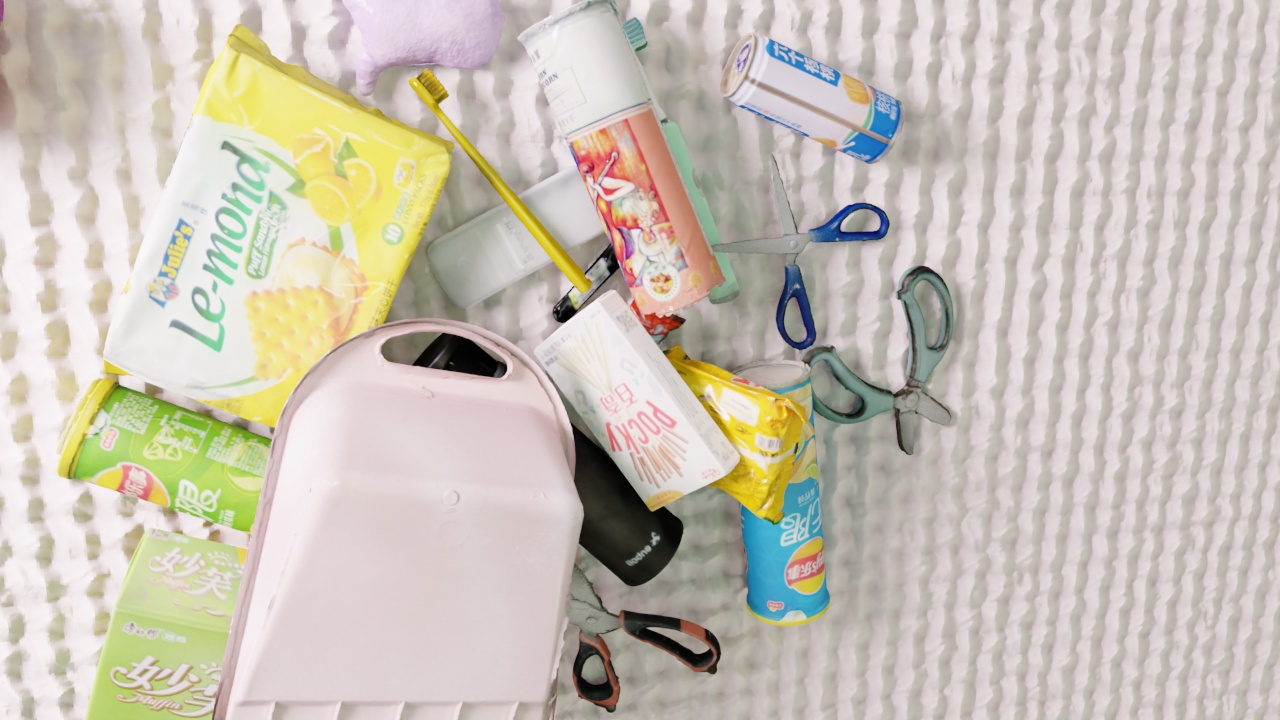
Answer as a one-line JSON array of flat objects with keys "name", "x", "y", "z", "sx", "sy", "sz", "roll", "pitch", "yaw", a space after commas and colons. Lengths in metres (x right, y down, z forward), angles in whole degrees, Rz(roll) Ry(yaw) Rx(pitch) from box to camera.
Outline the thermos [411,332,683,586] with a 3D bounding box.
[{"name": "thermos", "x": -0.080, "y": 0.083, "z": 0.705, "sx": 0.090, "sy": 0.068, "sz": 0.242, "roll": -44, "pitch": 109, "yaw": 9}]

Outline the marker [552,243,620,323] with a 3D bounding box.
[{"name": "marker", "x": -0.024, "y": -0.077, "z": 0.706, "sx": 0.018, "sy": 0.015, "sz": 0.124, "roll": 42, "pitch": 93, "yaw": -16}]

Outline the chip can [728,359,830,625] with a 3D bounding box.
[{"name": "chip can", "x": 0.114, "y": 0.109, "z": 0.758, "sx": 0.071, "sy": 0.071, "sz": 0.210, "roll": -11, "pitch": 106, "yaw": -12}]

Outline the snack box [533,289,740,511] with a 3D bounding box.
[{"name": "snack box", "x": -0.005, "y": 0.032, "z": 0.683, "sx": 0.085, "sy": 0.026, "sz": 0.157, "roll": -34, "pitch": 93, "yaw": 41}]

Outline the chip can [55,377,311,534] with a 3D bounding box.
[{"name": "chip can", "x": -0.279, "y": 0.084, "z": 0.645, "sx": 0.221, "sy": 0.072, "sz": 0.072, "roll": 24, "pitch": 96, "yaw": -19}]

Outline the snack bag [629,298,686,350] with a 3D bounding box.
[{"name": "snack bag", "x": -0.004, "y": 0.004, "z": 0.724, "sx": 0.048, "sy": 0.026, "sz": 0.104, "roll": 23, "pitch": 97, "yaw": -11}]

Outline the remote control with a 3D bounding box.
[{"name": "remote control", "x": -0.090, "y": -0.091, "z": 0.679, "sx": 0.136, "sy": 0.020, "sz": 0.056, "roll": -30, "pitch": 109, "yaw": -6}]

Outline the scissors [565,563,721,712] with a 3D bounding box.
[{"name": "scissors", "x": -0.026, "y": 0.220, "z": 0.744, "sx": 0.189, "sy": 0.015, "sz": 0.227, "roll": -2, "pitch": 126, "yaw": -5}]

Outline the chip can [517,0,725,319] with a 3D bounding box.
[{"name": "chip can", "x": -0.009, "y": -0.140, "z": 0.651, "sx": 0.071, "sy": 0.071, "sz": 0.215, "roll": -26, "pitch": 103, "yaw": -8}]

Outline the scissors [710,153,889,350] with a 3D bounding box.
[{"name": "scissors", "x": 0.127, "y": -0.084, "z": 0.731, "sx": 0.172, "sy": 0.012, "sz": 0.162, "roll": -8, "pitch": 114, "yaw": -25}]

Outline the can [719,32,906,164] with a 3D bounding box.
[{"name": "can", "x": 0.130, "y": -0.198, "z": 0.695, "sx": 0.134, "sy": 0.053, "sz": 0.053, "roll": 18, "pitch": 98, "yaw": -19}]

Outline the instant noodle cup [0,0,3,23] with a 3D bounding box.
[{"name": "instant noodle cup", "x": -0.425, "y": -0.181, "z": 0.527, "sx": 0.111, "sy": 0.111, "sz": 0.099, "roll": 3, "pitch": 112, "yaw": -16}]

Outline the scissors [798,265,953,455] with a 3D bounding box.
[{"name": "scissors", "x": 0.220, "y": -0.006, "z": 0.784, "sx": 0.170, "sy": 0.019, "sz": 0.181, "roll": 24, "pitch": 95, "yaw": -23}]

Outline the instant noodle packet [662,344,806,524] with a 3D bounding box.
[{"name": "instant noodle packet", "x": 0.064, "y": 0.054, "z": 0.701, "sx": 0.044, "sy": 0.128, "sz": 0.111, "roll": -27, "pitch": 132, "yaw": -46}]

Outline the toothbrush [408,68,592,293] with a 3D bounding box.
[{"name": "toothbrush", "x": -0.095, "y": -0.124, "z": 0.650, "sx": 0.016, "sy": 0.016, "sz": 0.190, "roll": -42, "pitch": 109, "yaw": -9}]

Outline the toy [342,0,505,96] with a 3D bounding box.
[{"name": "toy", "x": -0.145, "y": -0.224, "z": 0.622, "sx": 0.108, "sy": 0.039, "sz": 0.084, "roll": -10, "pitch": 123, "yaw": -16}]

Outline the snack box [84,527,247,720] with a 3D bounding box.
[{"name": "snack box", "x": -0.268, "y": 0.218, "z": 0.656, "sx": 0.210, "sy": 0.070, "sz": 0.158, "roll": 18, "pitch": 121, "yaw": -19}]

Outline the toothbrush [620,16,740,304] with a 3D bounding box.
[{"name": "toothbrush", "x": 0.027, "y": -0.146, "z": 0.695, "sx": 0.027, "sy": 0.026, "sz": 0.224, "roll": -18, "pitch": 109, "yaw": 16}]

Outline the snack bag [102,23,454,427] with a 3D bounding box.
[{"name": "snack bag", "x": -0.239, "y": -0.074, "z": 0.618, "sx": 0.158, "sy": 0.068, "sz": 0.246, "roll": 23, "pitch": 97, "yaw": -20}]

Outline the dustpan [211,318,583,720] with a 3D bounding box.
[{"name": "dustpan", "x": -0.146, "y": 0.121, "z": 0.622, "sx": 0.222, "sy": 0.138, "sz": 0.274, "roll": 12, "pitch": 111, "yaw": -25}]
